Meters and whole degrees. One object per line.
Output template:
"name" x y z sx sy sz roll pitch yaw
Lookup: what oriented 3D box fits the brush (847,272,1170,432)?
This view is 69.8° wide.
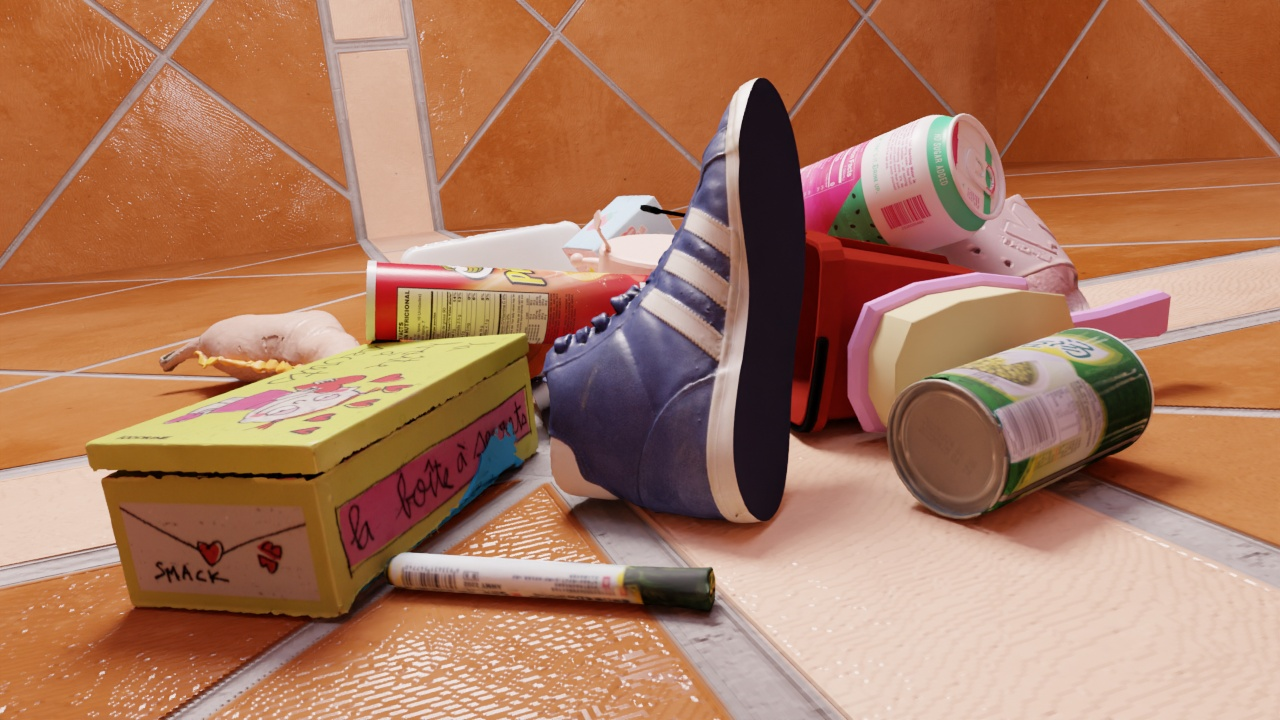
"brush" 0.229 -0.008 0.532 0.228 0.089 0.043 -10 19 -18

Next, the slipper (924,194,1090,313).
"slipper" 0.258 -0.094 0.709 0.094 0.064 0.239 -19 47 -14

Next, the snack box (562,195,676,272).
"snack box" -0.013 -0.114 0.994 0.092 0.095 0.079 -45 28 -17

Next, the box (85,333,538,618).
"box" -0.150 0.045 0.485 0.124 0.083 0.220 -1 15 19

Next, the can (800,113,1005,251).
"can" 0.170 -0.114 0.671 0.088 0.088 0.166 -19 2 -44

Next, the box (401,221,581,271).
"box" -0.165 -0.092 1.016 0.210 0.106 0.130 -13 12 -30

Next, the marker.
"marker" -0.041 0.091 0.381 0.147 0.017 0.017 -1 14 18

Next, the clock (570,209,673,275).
"clock" 0.028 -0.095 0.886 0.160 0.086 0.131 3 19 -22

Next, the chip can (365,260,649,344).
"chip can" -0.072 -0.036 0.618 0.214 0.052 0.052 1 11 -15

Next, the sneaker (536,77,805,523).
"sneaker" 0.015 -0.029 0.490 0.119 0.232 0.091 -7 -20 31

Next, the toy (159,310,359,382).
"toy" -0.298 0.007 0.773 0.195 0.065 0.264 -20 24 -21

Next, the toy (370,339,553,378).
"toy" -0.133 -0.003 0.680 0.112 0.096 0.175 1 26 30

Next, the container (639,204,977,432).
"container" 0.097 -0.028 0.586 0.200 0.127 0.148 2 12 -10

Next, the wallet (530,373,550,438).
"wallet" -0.029 0.017 0.640 0.091 0.018 0.115 -26 19 -6

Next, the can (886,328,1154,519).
"can" 0.184 0.028 0.443 0.120 0.067 0.067 -14 16 -31
